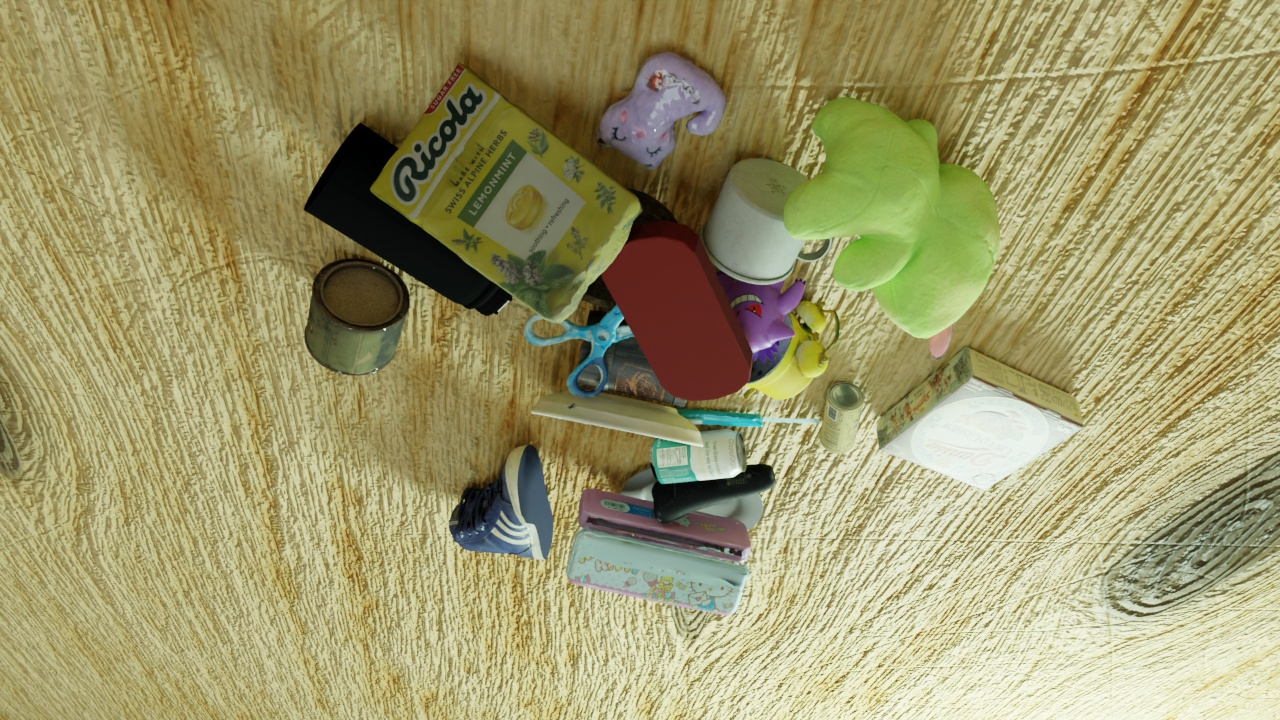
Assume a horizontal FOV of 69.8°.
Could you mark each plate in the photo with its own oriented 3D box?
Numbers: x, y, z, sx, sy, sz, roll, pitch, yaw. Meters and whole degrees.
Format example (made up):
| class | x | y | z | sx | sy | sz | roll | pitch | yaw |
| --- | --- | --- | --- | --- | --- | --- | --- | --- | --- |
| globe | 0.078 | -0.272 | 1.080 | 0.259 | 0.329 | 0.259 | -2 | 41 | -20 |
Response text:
| class | x | y | z | sx | sy | sz | roll | pitch | yaw |
| --- | --- | --- | --- | --- | --- | --- | --- | --- | --- |
| plate | -0.021 | 0.056 | 0.953 | 0.182 | 0.034 | 0.182 | 11 | 176 | 1 |
| plate | 0.063 | 0.176 | 1.145 | 0.178 | 0.012 | 0.179 | 5 | 139 | 4 |

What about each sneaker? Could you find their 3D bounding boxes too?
| class | x | y | z | sx | sy | sz | roll | pitch | yaw |
| --- | --- | --- | --- | --- | --- | --- | --- | --- | --- |
| sneaker | -0.184 | 0.171 | 1.127 | 0.118 | 0.091 | 0.233 | 4 | 147 | 8 |

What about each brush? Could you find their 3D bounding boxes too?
| class | x | y | z | sx | sy | sz | roll | pitch | yaw |
| --- | --- | --- | --- | --- | --- | --- | --- | --- | --- |
| brush | 0.034 | -0.043 | 0.771 | 0.082 | 0.041 | 0.173 | -13 | 126 | 24 |

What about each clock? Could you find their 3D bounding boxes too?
| class | x | y | z | sx | sy | sz | roll | pitch | yaw |
| --- | --- | --- | --- | --- | --- | --- | --- | --- | --- |
| clock | 0.136 | -0.012 | 0.864 | 0.057 | 0.083 | 0.119 | 30 | 137 | -32 |

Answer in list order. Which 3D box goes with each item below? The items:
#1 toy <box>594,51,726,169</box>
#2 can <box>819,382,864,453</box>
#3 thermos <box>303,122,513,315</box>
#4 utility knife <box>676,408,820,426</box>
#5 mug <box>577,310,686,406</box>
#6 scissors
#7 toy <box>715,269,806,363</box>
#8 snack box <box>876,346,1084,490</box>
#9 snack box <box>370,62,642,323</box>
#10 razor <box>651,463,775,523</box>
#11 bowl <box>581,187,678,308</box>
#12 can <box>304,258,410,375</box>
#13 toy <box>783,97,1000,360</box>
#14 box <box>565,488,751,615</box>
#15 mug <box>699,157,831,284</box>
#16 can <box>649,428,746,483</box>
| class | x | y | z | sx | sy | sz | roll | pitch | yaw |
| --- | --- | --- | --- | --- | --- | --- | --- | --- | --- |
| toy | 0.017 | -0.189 | 0.713 | 0.080 | 0.036 | 0.100 | 25 | 135 | -18 |
| can | 0.212 | 0.062 | 0.970 | 0.038 | 0.038 | 0.080 | 3 | 139 | 6 |
| thermos | -0.178 | -0.111 | 0.796 | 0.198 | 0.086 | 0.086 | 33 | 133 | -27 |
| utility knife | 0.113 | 0.067 | 1.008 | 0.167 | 0.015 | 0.022 | 3 | 140 | 8 |
| mug | -0.005 | 0.005 | 0.913 | 0.107 | 0.079 | 0.116 | 11 | 150 | -2 |
| scissors | -0.034 | -0.012 | 0.841 | 0.140 | 0.013 | 0.118 | -11 | 119 | 17 |
| toy | 0.105 | -0.043 | 0.830 | 0.106 | 0.087 | 0.056 | -21 | 138 | 29 |
| snack box | 0.347 | 0.065 | 0.950 | 0.143 | 0.041 | 0.147 | 22 | 137 | -17 |
| snack box | -0.100 | -0.124 | 0.702 | 0.181 | 0.045 | 0.121 | 38 | 94 | 4 |
| razor | 0.084 | 0.152 | 1.072 | 0.151 | 0.053 | 0.067 | -14 | 149 | 14 |
| bowl | -0.018 | -0.106 | 0.798 | 0.121 | 0.056 | 0.121 | 4 | 139 | 4 |
| can | -0.274 | -0.043 | 0.887 | 0.090 | 0.089 | 0.075 | 18 | 138 | -12 |
| toy | 0.209 | -0.106 | 0.705 | 0.196 | 0.150 | 0.107 | 27 | 166 | -21 |
| box | 0.021 | 0.233 | 1.113 | 0.214 | 0.090 | 0.091 | 13 | 107 | -7 |
| mug | 0.112 | -0.114 | 0.755 | 0.113 | 0.084 | 0.071 | 3 | 139 | -18 |
| can | 0.065 | 0.108 | 1.034 | 0.102 | 0.054 | 0.055 | -8 | 137 | 18 |
